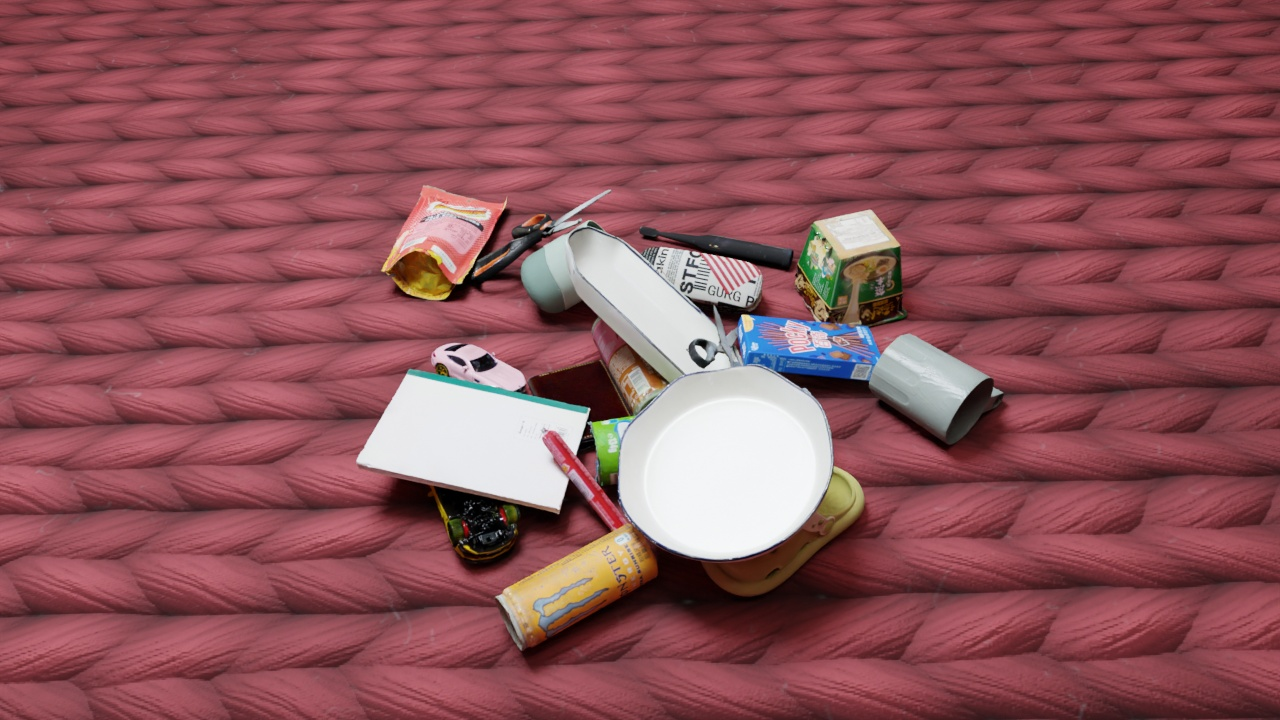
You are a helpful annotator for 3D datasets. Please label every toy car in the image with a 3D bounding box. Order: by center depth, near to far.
[{"bbox_3d":[-0.176,0.137,0.939,0.071,0.041,0.155,-14,48,-26],"label":"toy car"},{"bbox_3d":[-0.187,0.010,1.064,0.122,0.037,0.056,24,31,23],"label":"toy car"}]

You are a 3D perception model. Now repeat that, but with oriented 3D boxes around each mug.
[{"bbox_3d":[0.327,0.027,1.008,0.123,0.084,0.103,-10,37,-46],"label":"mug"},{"bbox_3d":[-0.081,-0.112,1.148,0.106,0.111,0.082,-28,75,20],"label":"mug"}]

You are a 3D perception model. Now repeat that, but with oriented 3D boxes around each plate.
[{"bbox_3d":[0.080,0.099,0.863,0.205,0.045,0.204,-10,53,13],"label":"plate"},{"bbox_3d":[0.014,-0.046,1.034,0.265,0.034,0.161,43,26,-1],"label":"plate"}]

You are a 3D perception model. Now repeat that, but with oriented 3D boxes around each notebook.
[{"bbox_3d":[-0.169,0.079,0.964,0.209,0.012,0.150,12,41,2],"label":"notebook"}]

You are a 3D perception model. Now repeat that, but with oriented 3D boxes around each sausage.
[{"bbox_3d":[-0.052,0.129,0.924,0.020,0.020,0.156,-34,79,-27],"label":"sausage"}]

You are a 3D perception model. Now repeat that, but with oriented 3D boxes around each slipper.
[{"bbox_3d":[0.139,0.147,0.890,0.190,0.082,0.091,-27,47,-25],"label":"slipper"}]

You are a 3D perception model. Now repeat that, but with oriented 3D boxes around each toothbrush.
[{"bbox_3d":[0.099,-0.156,1.231,0.213,0.026,0.027,13,13,17],"label":"toothbrush"}]

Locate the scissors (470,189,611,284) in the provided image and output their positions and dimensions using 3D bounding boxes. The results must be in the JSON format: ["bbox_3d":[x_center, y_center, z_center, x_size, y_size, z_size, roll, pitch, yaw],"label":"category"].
[{"bbox_3d":[-0.131,-0.168,1.182,0.221,0.022,0.223,-34,20,10],"label":"scissors"}]

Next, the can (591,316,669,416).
[{"bbox_3d":[-0.006,0.006,1.051,0.058,0.058,0.147,-17,47,-14],"label":"can"}]

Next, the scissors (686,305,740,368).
[{"bbox_3d":[0.096,-0.012,1.046,0.159,0.014,0.171,11,39,-51],"label":"scissors"}]

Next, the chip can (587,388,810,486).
[{"bbox_3d":[0.066,0.082,0.962,0.236,0.072,0.072,-9,45,-5],"label":"chip can"}]

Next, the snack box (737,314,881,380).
[{"bbox_3d":[0.194,-0.015,1.057,0.157,0.026,0.084,5,32,-4],"label":"snack box"}]

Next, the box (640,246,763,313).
[{"bbox_3d":[0.073,-0.091,1.161,0.163,0.079,0.074,10,75,11],"label":"box"}]

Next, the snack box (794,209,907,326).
[{"bbox_3d":[0.261,-0.116,1.123,0.117,0.106,0.118,-13,47,-11],"label":"snack box"}]

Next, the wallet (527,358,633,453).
[{"bbox_3d":[-0.065,0.050,1.040,0.096,0.020,0.122,-14,46,-16],"label":"wallet"}]

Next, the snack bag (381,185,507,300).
[{"bbox_3d":[-0.264,-0.171,1.244,0.128,0.073,0.207,7,41,4],"label":"snack bag"}]

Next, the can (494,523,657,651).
[{"bbox_3d":[-0.058,0.209,0.853,0.145,0.058,0.058,-25,49,-20],"label":"can"}]
